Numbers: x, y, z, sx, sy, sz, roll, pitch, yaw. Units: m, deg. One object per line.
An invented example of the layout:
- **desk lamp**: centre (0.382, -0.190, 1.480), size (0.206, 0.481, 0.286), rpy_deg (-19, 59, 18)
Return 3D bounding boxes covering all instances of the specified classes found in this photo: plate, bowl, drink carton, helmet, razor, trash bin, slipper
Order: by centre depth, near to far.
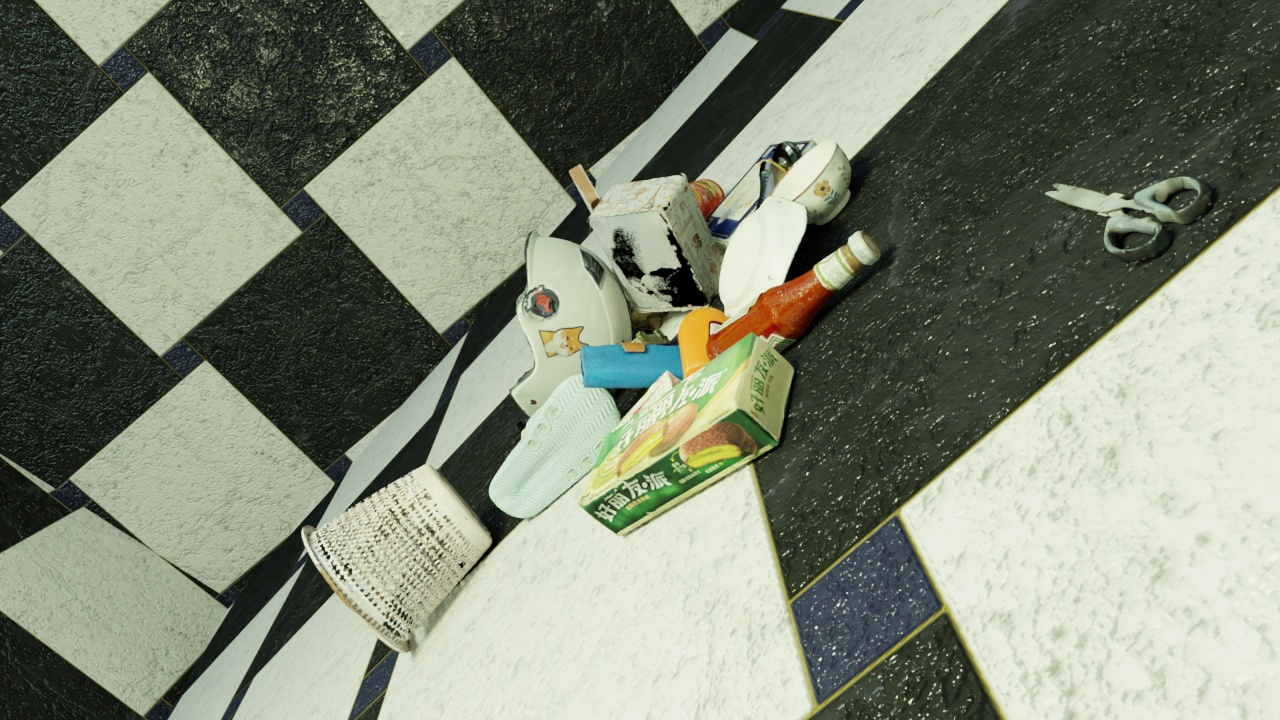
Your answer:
- **plate**: centre (0.129, -0.112, 1.060), size (0.163, 0.034, 0.164), rpy_deg (-126, 53, -70)
- **drink carton**: centre (0.006, 0.073, 1.071), size (0.123, 0.045, 0.053), rpy_deg (-46, 17, 15)
- **bowl**: centre (0.213, -0.204, 1.109), size (0.114, 0.062, 0.113), rpy_deg (-45, 18, 19)
- **razor**: centre (0.175, -0.198, 1.179), size (0.062, 0.067, 0.167), rpy_deg (121, 166, -76)
- **slipper**: centre (-0.112, 0.113, 1.210), size (0.246, 0.104, 0.074), rpy_deg (-49, 13, 26)
- **trash bin**: centre (-0.327, 0.261, 1.292), size (0.192, 0.227, 0.228), rpy_deg (-40, 14, -11)
- **helmet**: centre (-0.090, -0.044, 1.313), size (0.230, 0.157, 0.274), rpy_deg (-25, -61, -87)

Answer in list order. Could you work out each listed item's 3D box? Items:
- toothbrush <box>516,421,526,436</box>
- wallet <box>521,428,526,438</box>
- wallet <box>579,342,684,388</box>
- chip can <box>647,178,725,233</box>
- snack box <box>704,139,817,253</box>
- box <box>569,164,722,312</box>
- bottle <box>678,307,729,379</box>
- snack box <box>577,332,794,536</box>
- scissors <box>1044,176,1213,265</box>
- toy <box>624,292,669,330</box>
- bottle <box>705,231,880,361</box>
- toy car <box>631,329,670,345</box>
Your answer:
- **toothbrush**: centre (-0.191, 0.133, 1.534), size (0.014, 0.016, 0.189), rpy_deg (-41, 18, -2)
- **wallet**: centre (-0.155, 0.112, 1.454), size (0.087, 0.024, 0.115), rpy_deg (-41, 16, 5)
- **wallet**: centre (-0.007, 0.007, 1.128), size (0.106, 0.133, 0.040), rpy_deg (-106, 17, -70)
- **chip can**: centre (0.077, -0.242, 1.433), size (0.073, 0.073, 0.216), rpy_deg (-43, -2, 23)
- **snack box**: centre (0.170, -0.232, 1.316), size (0.182, 0.046, 0.178), rpy_deg (-49, 16, 3)
- **box**: centre (-0.010, -0.173, 1.302), size (0.126, 0.179, 0.274), rpy_deg (-43, 37, -18)
- **bottle**: centre (0.074, 0.003, 1.028), size (0.067, 0.066, 0.149), rpy_deg (-40, 26, 31)
- **snack box**: centre (0.043, 0.079, 0.924), size (0.241, 0.063, 0.114), rpy_deg (-37, 19, 39)
- **scissors**: centre (0.344, -0.117, 0.659), size (0.136, 0.014, 0.174), rpy_deg (-36, 19, 44)
- **toy**: centre (0.004, -0.094, 1.416), size (0.105, 0.066, 0.157), rpy_deg (-30, 27, 7)
- **bottle**: centre (0.154, -0.056, 0.936), size (0.207, 0.060, 0.059), rpy_deg (-41, 18, 30)
- **toy car**: centre (0.008, -0.016, 1.219), size (0.042, 0.035, 0.090), rpy_deg (-47, -19, 23)
